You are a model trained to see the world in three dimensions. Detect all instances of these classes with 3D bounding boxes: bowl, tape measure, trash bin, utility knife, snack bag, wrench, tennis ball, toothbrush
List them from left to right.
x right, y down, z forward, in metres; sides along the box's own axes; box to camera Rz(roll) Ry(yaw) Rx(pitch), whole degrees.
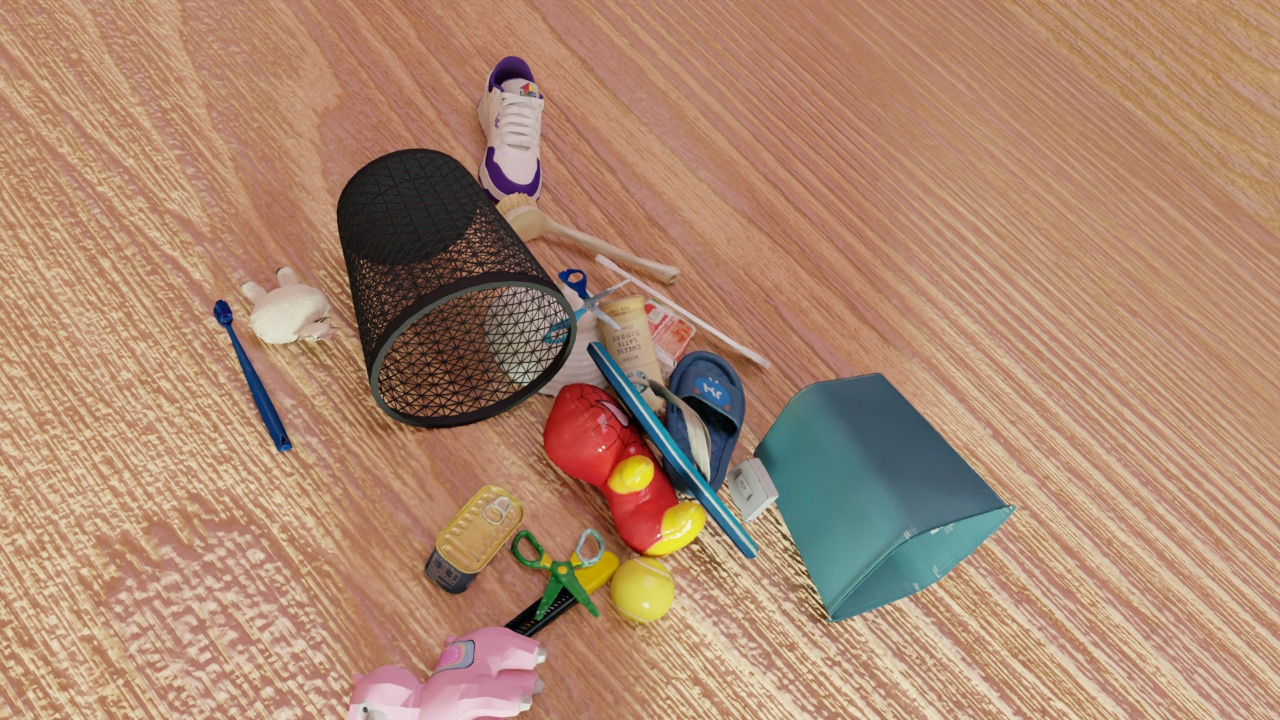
[{"bbox_3d":[-0.397,0.012,0.936,0.016,0.017,0.190,-17,63,-36],"label":"toothbrush"},{"bbox_3d":[-0.216,-0.090,0.993,0.216,0.218,0.243,-7,51,-32],"label":"trash bin"},{"bbox_3d":[-0.086,0.242,0.911,0.029,0.020,0.173,34,43,30],"label":"utility knife"},{"bbox_3d":[-0.094,-0.046,1.106,0.177,0.071,0.177,14,48,-17],"label":"bowl"},{"bbox_3d":[0.002,0.233,0.933,0.065,0.065,0.065,14,49,-17],"label":"tennis ball"},{"bbox_3d":[0.021,-0.028,1.159,0.077,0.036,0.115,33,32,0],"label":"snack bag"},{"bbox_3d":[0.057,-0.063,1.210,0.273,0.009,0.047,32,1,-7],"label":"wrench"},{"bbox_3d":[0.127,0.149,1.070,0.020,0.060,0.062,-7,59,-32],"label":"tape measure"},{"bbox_3d":[0.263,0.148,1.064,0.198,0.197,0.218,-7,52,-33],"label":"trash bin"}]

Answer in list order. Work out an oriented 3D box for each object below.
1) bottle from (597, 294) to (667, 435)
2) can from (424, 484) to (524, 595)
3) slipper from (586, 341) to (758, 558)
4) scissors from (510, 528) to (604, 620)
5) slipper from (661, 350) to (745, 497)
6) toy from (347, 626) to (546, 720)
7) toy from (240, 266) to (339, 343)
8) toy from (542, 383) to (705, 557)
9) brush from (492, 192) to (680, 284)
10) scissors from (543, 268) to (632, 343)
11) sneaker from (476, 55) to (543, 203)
[{"bbox_3d":[-0.006,0.006,1.077,0.056,0.057,0.162,-16,94,-36],"label":"bottle"},{"bbox_3d":[-0.163,0.175,0.898,0.054,0.059,0.099,37,46,4],"label":"can"},{"bbox_3d":[0.047,0.087,0.994,0.060,0.118,0.295,-38,91,0],"label":"slipper"},{"bbox_3d":[-0.075,0.211,0.929,0.127,0.011,0.125,-24,53,-35],"label":"scissors"},{"bbox_3d":[0.082,0.072,1.112,0.103,0.059,0.213,23,49,-12],"label":"slipper"},{"bbox_3d":[-0.167,0.285,0.797,0.157,0.067,0.123,7,25,3],"label":"toy"},{"bbox_3d":[-0.371,-0.050,0.977,0.112,0.050,0.087,44,47,6],"label":"toy"},{"bbox_3d":[-0.023,0.116,0.980,0.098,0.148,0.216,-39,78,-15],"label":"toy"},{"bbox_3d":[-0.068,-0.155,1.225,0.272,0.062,0.077,17,53,-20],"label":"brush"},{"bbox_3d":[-0.065,-0.066,1.049,0.127,0.014,0.133,-32,48,-8],"label":"scissors"},{"bbox_3d":[-0.169,-0.321,1.261,0.091,0.111,0.243,5,52,-25],"label":"sneaker"}]
